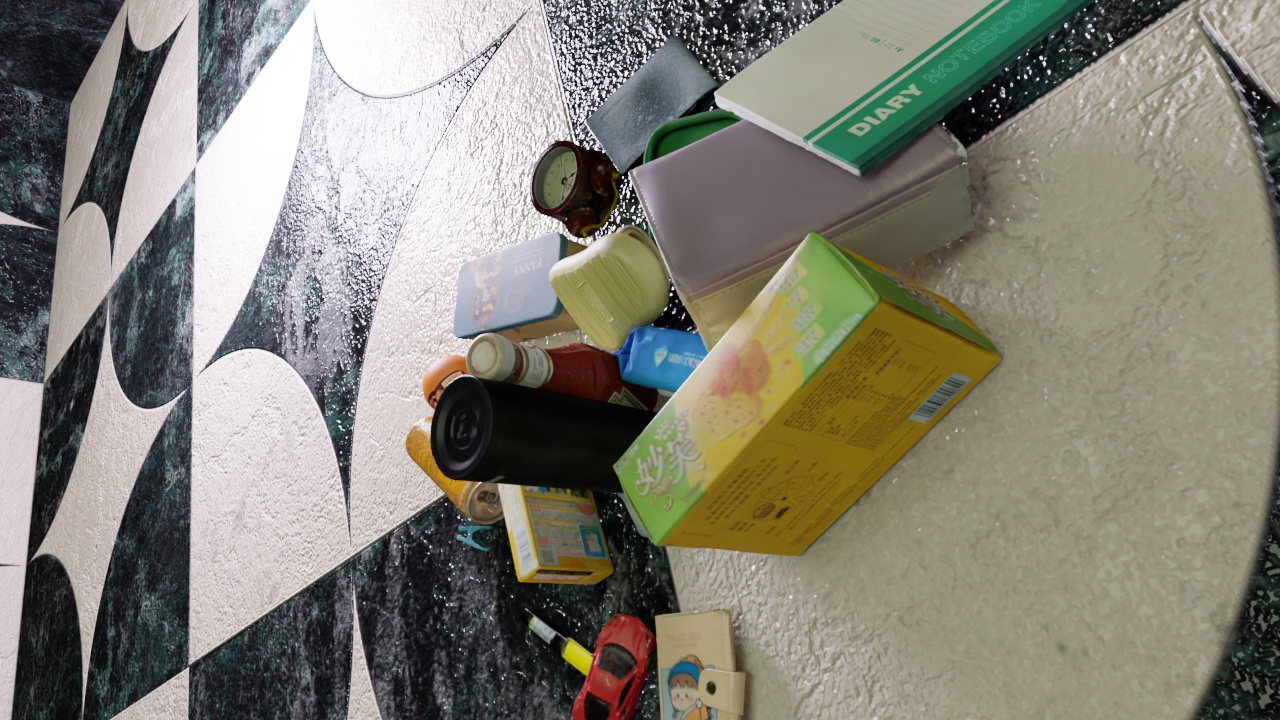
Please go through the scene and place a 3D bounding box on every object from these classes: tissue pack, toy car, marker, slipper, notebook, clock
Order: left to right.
[{"bbox_3d":[-0.072,0.252,0.825,0.124,0.015,0.018,17,97,50],"label":"marker"},{"bbox_3d":[-0.058,-0.166,0.893,0.122,0.055,0.082,42,109,41],"label":"clock"},{"bbox_3d":[-0.022,0.259,0.749,0.049,0.031,0.106,22,93,25],"label":"toy car"},{"bbox_3d":[-0.011,-0.065,0.763,0.091,0.081,0.191,58,161,-5],"label":"slipper"},{"bbox_3d":[0.060,0.011,0.697,0.157,0.094,0.052,11,88,45],"label":"tissue pack"},{"bbox_3d":[0.173,-0.211,0.620,0.209,0.012,0.150,-37,47,-10],"label":"notebook"}]

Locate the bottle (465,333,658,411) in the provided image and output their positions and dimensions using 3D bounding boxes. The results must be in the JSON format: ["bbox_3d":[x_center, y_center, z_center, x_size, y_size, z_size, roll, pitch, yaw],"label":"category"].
[{"bbox_3d":[-0.056,0.013,0.705,0.060,0.205,0.059,-6,78,29],"label":"bottle"}]

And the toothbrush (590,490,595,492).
[{"bbox_3d":[-0.021,0.028,0.831,0.014,0.016,0.189,15,89,43],"label":"toothbrush"}]

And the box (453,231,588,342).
[{"bbox_3d":[-0.113,-0.068,0.921,0.185,0.059,0.089,-14,70,45],"label":"box"}]

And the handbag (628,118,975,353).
[{"bbox_3d":[0.104,-0.109,0.634,0.197,0.098,0.144,-25,53,6],"label":"handbag"}]

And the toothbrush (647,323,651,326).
[{"bbox_3d":[-0.005,0.005,0.813,0.026,0.026,0.221,-175,99,-79],"label":"toothbrush"}]

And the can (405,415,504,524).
[{"bbox_3d":[-0.188,0.110,0.948,0.146,0.058,0.058,31,102,45],"label":"can"}]

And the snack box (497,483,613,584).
[{"bbox_3d":[-0.080,0.128,0.812,0.034,0.086,0.140,-37,55,33],"label":"snack box"}]

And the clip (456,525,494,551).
[{"bbox_3d":[-0.170,0.181,0.944,0.056,0.013,0.039,-3,76,46],"label":"clip"}]

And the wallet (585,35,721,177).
[{"bbox_3d":[0.010,-0.236,0.853,0.121,0.019,0.097,-40,50,13],"label":"wallet"}]

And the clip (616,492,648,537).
[{"bbox_3d":[-0.002,0.124,0.783,0.027,0.045,0.058,-33,66,32],"label":"clip"}]

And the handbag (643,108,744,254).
[{"bbox_3d":[0.064,-0.143,0.761,0.131,0.067,0.120,3,89,45],"label":"handbag"}]

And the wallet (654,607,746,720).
[{"bbox_3d":[0.046,0.250,0.698,0.087,0.024,0.115,-23,62,46],"label":"wallet"}]

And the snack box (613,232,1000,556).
[{"bbox_3d":[0.106,0.034,0.595,0.210,0.157,0.070,-51,48,24],"label":"snack box"}]

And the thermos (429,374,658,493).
[{"bbox_3d":[-0.023,0.057,0.660,0.090,0.242,0.068,-22,67,41],"label":"thermos"}]

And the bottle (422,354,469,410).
[{"bbox_3d":[-0.167,0.053,0.946,0.149,0.066,0.067,40,108,37],"label":"bottle"}]
